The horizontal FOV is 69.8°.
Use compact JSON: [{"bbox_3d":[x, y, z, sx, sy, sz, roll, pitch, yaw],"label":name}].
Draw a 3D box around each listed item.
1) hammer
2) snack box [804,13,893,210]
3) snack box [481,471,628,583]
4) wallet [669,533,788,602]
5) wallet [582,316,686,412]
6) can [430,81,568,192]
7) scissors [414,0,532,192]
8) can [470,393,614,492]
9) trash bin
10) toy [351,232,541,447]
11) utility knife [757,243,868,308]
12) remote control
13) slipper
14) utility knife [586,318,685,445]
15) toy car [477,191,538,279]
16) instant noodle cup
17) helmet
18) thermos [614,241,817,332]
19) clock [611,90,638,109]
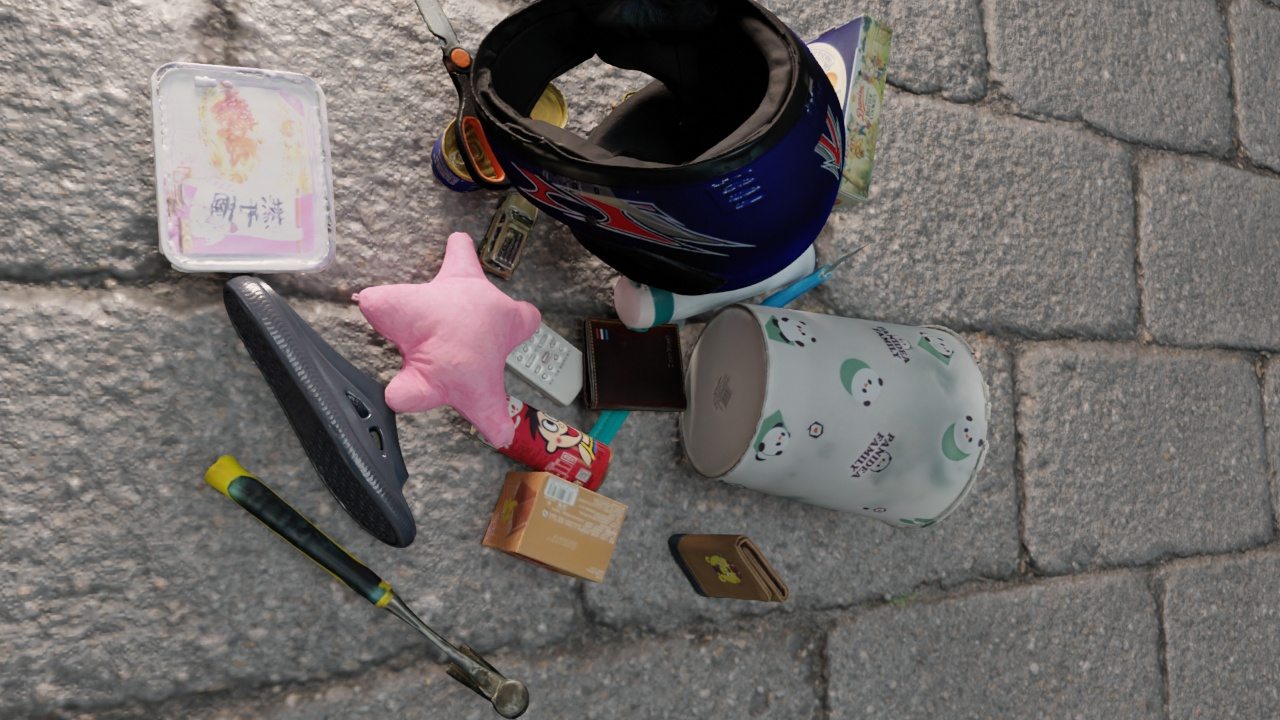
[{"bbox_3d":[-0.234,0.194,0.786,0.323,0.126,0.031,41,68,-8],"label":"hammer"},{"bbox_3d":[0.170,-0.239,0.950,0.045,0.178,0.182,15,80,-29],"label":"snack box"},{"bbox_3d":[-0.082,0.157,0.870,0.092,0.095,0.077,27,72,-25],"label":"snack box"},{"bbox_3d":[0.090,0.215,0.950,0.033,0.115,0.090,-45,106,-32],"label":"wallet"},{"bbox_3d":[-0.006,0.006,0.958,0.122,0.020,0.096,3,80,-36],"label":"wallet"},{"bbox_3d":[-0.139,-0.223,0.907,0.147,0.049,0.074,-42,104,-26],"label":"can"},{"bbox_3d":[-0.155,-0.272,0.866,0.142,0.022,0.235,-7,84,-37],"label":"scissors"},{"bbox_3d":[-0.095,0.080,0.888,0.132,0.053,0.053,29,71,-16],"label":"can"},{"bbox_3d":[0.192,0.052,0.975,0.251,0.230,0.229,11,79,-22],"label":"trash bin"},{"bbox_3d":[-0.172,-0.030,0.824,0.178,0.075,0.194,27,56,-31],"label":"toy"},{"bbox_3d":[0.164,-0.074,0.982,0.018,0.195,0.034,56,36,-3],"label":"utility knife"},{"bbox_3d":[-0.116,-0.017,0.913,0.150,0.021,0.058,38,68,-21],"label":"remote control"},{"bbox_3d":[-0.252,0.036,0.783,0.083,0.111,0.268,-35,98,-31],"label":"slipper"},{"bbox_3d":[-0.010,0.030,0.972,0.029,0.013,0.222,42,66,-19],"label":"utility knife"},{"bbox_3d":[-0.128,-0.127,0.911,0.042,0.035,0.090,28,69,-25],"label":"toy car"},{"bbox_3d":[-0.338,-0.156,0.782,0.137,0.060,0.173,-3,87,-30],"label":"instant noodle cup"},{"bbox_3d":[0.024,-0.185,0.831,0.316,0.240,0.246,14,70,18],"label":"helmet"},{"bbox_3d":[0.078,-0.087,0.966,0.223,0.073,0.073,-19,94,-25],"label":"thermos"},{"bbox_3d":[0.002,-0.227,0.983,0.082,0.055,0.122,-3,89,-28],"label":"clock"}]
